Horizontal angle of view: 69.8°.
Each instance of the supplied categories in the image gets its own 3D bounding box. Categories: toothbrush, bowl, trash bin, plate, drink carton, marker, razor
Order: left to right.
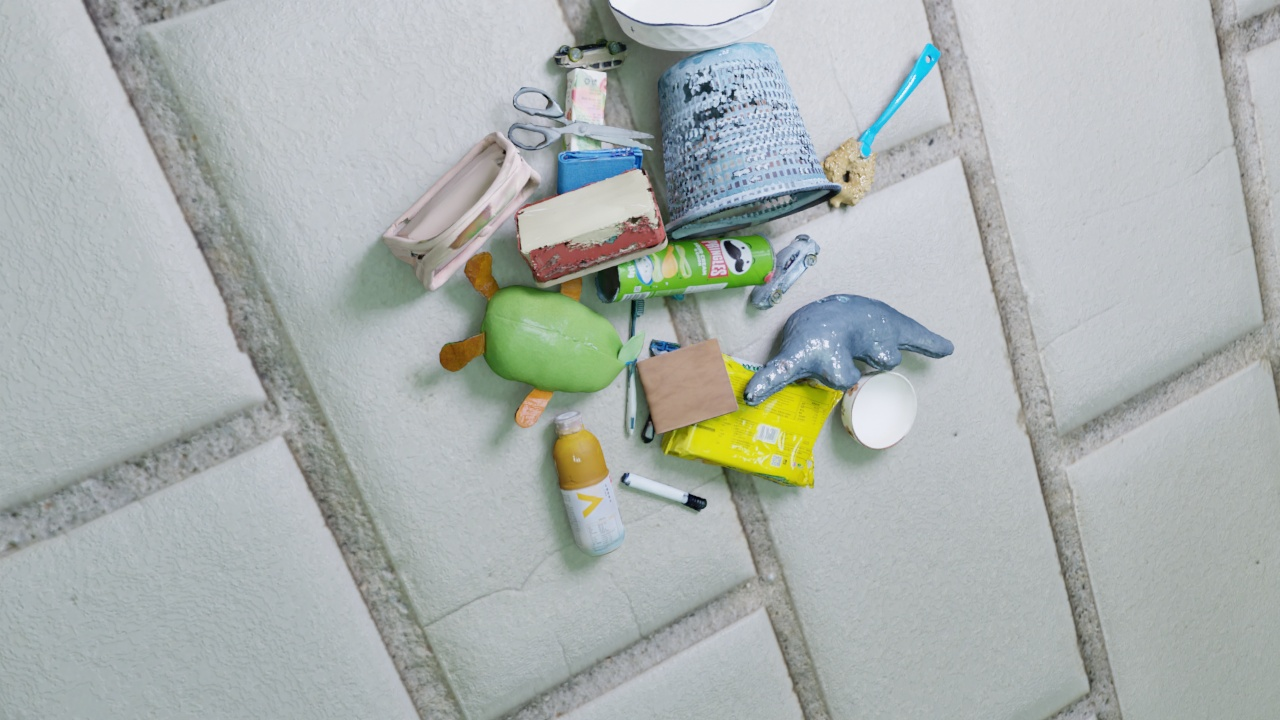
[{"bbox_3d":[-0.069,-0.293,1.135,0.045,0.053,0.122,0,99,-18],"label":"drink carton"},{"bbox_3d":[-0.007,0.007,1.224,0.018,0.016,0.192,-2,99,-28],"label":"toothbrush"},{"bbox_3d":[0.022,0.044,1.235,0.042,0.022,0.143,11,96,-17],"label":"razor"},{"bbox_3d":[0.033,0.182,1.263,0.130,0.018,0.023,20,101,-20],"label":"marker"},{"bbox_3d":[0.064,-0.427,1.095,0.204,0.204,0.046,-21,136,-14],"label":"plate"},{"bbox_3d":[0.114,-0.271,1.130,0.226,0.227,0.195,-13,89,-16],"label":"trash bin"},{"bbox_3d":[0.331,0.066,1.315,0.113,0.062,0.113,-5,103,-23],"label":"bowl"}]

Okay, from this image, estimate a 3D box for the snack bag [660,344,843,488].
[{"bbox_3d":[0.153,0.084,1.260,0.246,0.068,0.158,16,94,-20],"label":"snack bag"}]

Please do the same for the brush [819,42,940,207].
[{"bbox_3d":[0.331,-0.324,1.259,0.083,0.046,0.255,34,93,-16],"label":"brush"}]

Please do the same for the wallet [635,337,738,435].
[{"bbox_3d":[0.060,0.034,1.193,0.115,0.020,0.101,-17,85,12],"label":"wallet"}]

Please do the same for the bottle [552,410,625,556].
[{"bbox_3d":[-0.072,0.160,1.198,0.068,0.068,0.189,-18,103,-15],"label":"bottle"}]

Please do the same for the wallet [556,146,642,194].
[{"bbox_3d":[-0.052,-0.201,1.130,0.106,0.040,0.133,-7,140,-13],"label":"wallet"}]

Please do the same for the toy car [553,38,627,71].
[{"bbox_3d":[-0.062,-0.374,1.130,0.090,0.042,0.035,-14,116,-19],"label":"toy car"}]

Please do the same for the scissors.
[{"bbox_3d":[-0.072,-0.286,1.099,0.172,0.014,0.145,-26,100,2],"label":"scissors"}]

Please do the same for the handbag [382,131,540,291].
[{"bbox_3d":[-0.189,-0.168,1.020,0.193,0.234,0.093,-47,107,-6],"label":"handbag"}]

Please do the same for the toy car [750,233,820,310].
[{"bbox_3d":[0.194,-0.120,1.248,0.037,0.054,0.120,41,86,-22],"label":"toy car"}]

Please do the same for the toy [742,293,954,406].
[{"bbox_3d":[0.273,-0.024,1.253,0.355,0.092,0.137,-15,70,-27],"label":"toy"}]

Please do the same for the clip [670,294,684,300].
[{"bbox_3d":[0.036,-0.100,1.218,0.014,0.041,0.056,-47,113,-8],"label":"clip"}]

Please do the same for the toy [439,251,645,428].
[{"bbox_3d":[-0.121,-0.027,1.143,0.246,0.090,0.226,20,80,-23],"label":"toy"}]

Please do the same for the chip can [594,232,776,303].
[{"bbox_3d":[0.059,-0.118,1.173,0.235,0.072,0.072,-9,101,-27],"label":"chip can"}]

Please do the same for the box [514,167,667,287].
[{"bbox_3d":[-0.061,-0.160,1.077,0.168,0.091,0.079,-18,142,6],"label":"box"}]
